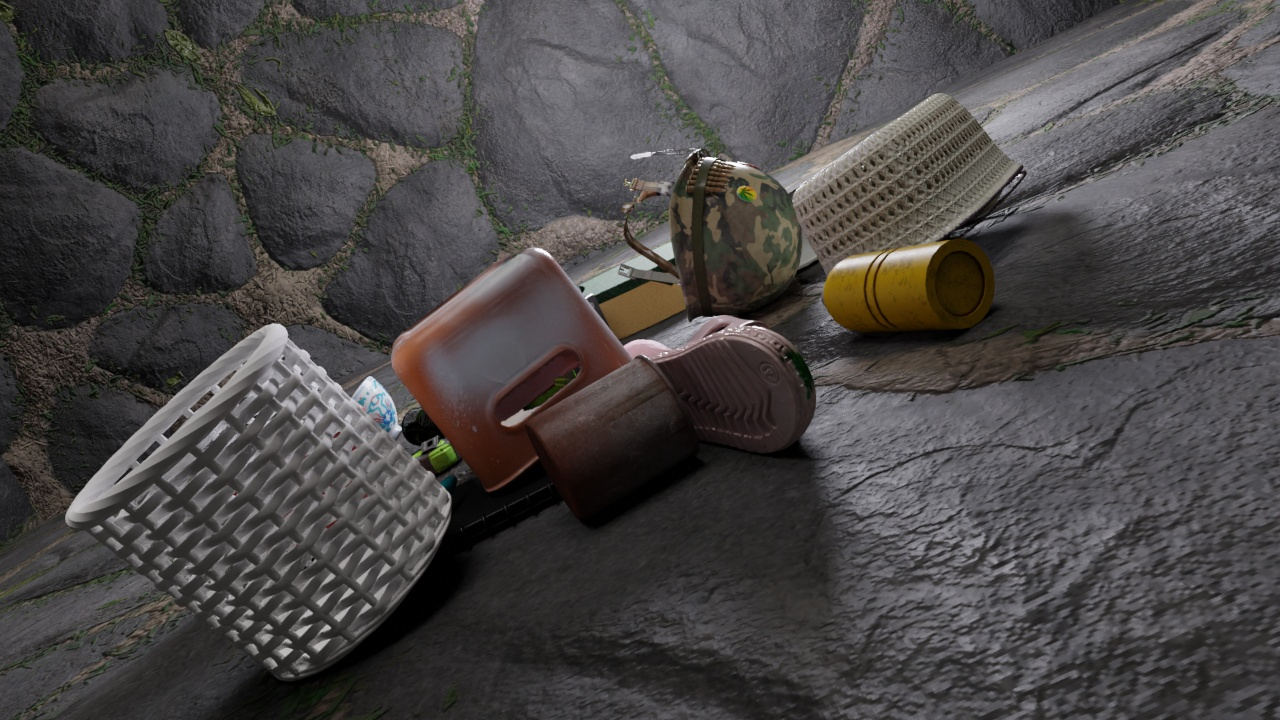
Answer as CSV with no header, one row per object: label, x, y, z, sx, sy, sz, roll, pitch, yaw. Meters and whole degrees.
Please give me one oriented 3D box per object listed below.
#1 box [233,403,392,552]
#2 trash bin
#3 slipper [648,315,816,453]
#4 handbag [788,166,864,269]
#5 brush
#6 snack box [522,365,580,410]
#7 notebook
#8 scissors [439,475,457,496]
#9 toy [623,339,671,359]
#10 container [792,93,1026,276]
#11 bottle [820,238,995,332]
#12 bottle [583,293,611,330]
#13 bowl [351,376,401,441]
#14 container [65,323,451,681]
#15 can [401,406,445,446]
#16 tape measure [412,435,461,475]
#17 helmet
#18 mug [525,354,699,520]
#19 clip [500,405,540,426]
box,-0.344,0.132,0.969,0.157,0.135,0.117,-28,10,-6
trash bin,-0.135,-0.002,0.898,0.181,0.157,0.260,-39,13,-9
slipper,0.070,0.015,0.694,0.064,0.094,0.240,-35,8,-21
handbag,0.226,-0.195,1.283,0.198,0.096,0.142,-32,12,-21
brush,-0.002,-0.109,1.443,0.195,0.075,0.250,-24,11,7
snack box,-0.147,0.019,1.168,0.148,0.080,0.025,-20,13,26
notebook,-0.118,0.117,0.831,0.231,0.019,0.169,-26,10,-3
scissors,-0.191,0.135,0.795,0.150,0.019,0.131,-41,11,-35
toy,-0.006,0.006,0.987,0.099,0.053,0.095,-31,18,11
container,0.271,-0.168,0.945,0.185,0.143,0.250,-34,2,46
bottle,0.212,-0.059,0.774,0.071,0.071,0.164,-30,12,-21
bottle,-0.114,-0.017,1.256,0.046,0.084,0.173,-14,17,45
bowl,-0.371,0.102,1.243,0.144,0.074,0.143,-58,8,12
container,-0.270,0.103,0.675,0.190,0.187,0.189,-34,23,16
can,-0.265,0.083,1.204,0.053,0.054,0.138,-34,14,-36
tape measure,-0.243,0.112,1.072,0.065,0.036,0.058,-27,11,-2
helmet,0.077,-0.155,1.128,0.236,0.193,0.223,-8,58,7
mug,-0.027,0.059,0.715,0.110,0.096,0.123,-24,2,-14
clip,-0.152,0.073,1.101,0.101,0.040,0.054,-26,31,-4
